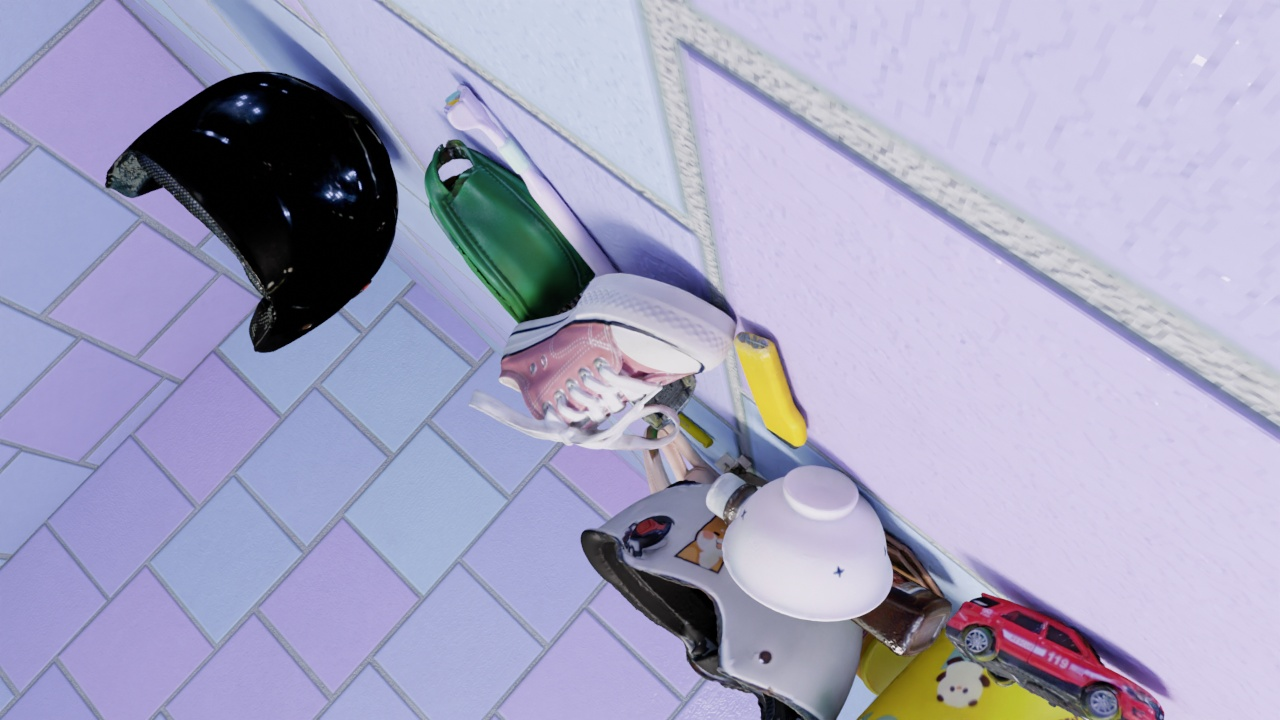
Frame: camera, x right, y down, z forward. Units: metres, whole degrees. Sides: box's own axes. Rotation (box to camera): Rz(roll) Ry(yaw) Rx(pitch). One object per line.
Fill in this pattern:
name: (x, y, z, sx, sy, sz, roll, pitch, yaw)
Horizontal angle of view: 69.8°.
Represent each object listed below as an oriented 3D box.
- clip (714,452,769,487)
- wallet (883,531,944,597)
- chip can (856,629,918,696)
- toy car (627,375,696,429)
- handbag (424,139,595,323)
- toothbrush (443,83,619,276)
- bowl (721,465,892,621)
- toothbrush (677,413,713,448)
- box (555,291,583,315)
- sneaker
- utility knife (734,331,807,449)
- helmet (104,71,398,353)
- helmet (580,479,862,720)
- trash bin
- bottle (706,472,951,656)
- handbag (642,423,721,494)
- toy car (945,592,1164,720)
clip: (0.094, 0.110, 0.903, 0.095, 0.035, 0.102, 43, -179, -42)
wallet: (0.180, 0.146, 0.733, 0.115, 0.020, 0.101, 29, 167, 48)
chip can: (0.189, 0.240, 0.903, 0.072, 0.072, 0.213, 46, 175, -27)
toy car: (0.003, 0.008, 0.714, 0.037, 0.054, 0.120, 32, 169, 40)
handbag: (-0.096, -0.088, 0.658, 0.120, 0.068, 0.131, 47, 175, 12)
toothbrush: (-0.056, -0.094, 0.572, 0.021, 0.029, 0.189, -10, 141, 30)
bowl: (0.118, 0.111, 0.624, 0.118, 0.118, 0.065, 35, 131, 41)
toothbrush: (0.004, 0.036, 0.989, 0.190, 0.016, 0.016, 38, 172, 25)
box: (-0.075, -0.059, 0.794, 0.164, 0.052, 0.069, 39, 159, 31)
sneaker: (-0.030, 0.012, 0.575, 0.118, 0.087, 0.242, 26, 160, -26)
utility knife: (0.080, 0.020, 0.542, 0.033, 0.015, 0.156, 31, 167, 26)
helmet: (-0.351, -0.158, 0.900, 0.233, 0.230, 0.274, 52, -179, -9)
helmet: (0.088, 0.201, 0.816, 0.274, 0.156, 0.230, 33, 158, 44)
trash bin: (0.239, 0.353, 0.697, 0.229, 0.255, 0.230, 41, 173, 6)
bottle: (0.132, 0.146, 0.689, 0.195, 0.044, 0.079, 31, -168, 36)
handbag: (0.066, 0.174, 1.065, 0.234, 0.093, 0.193, 58, -162, -10)
toy car: (0.233, 0.173, 0.519, 0.121, 0.045, 0.053, 24, 164, 48)
